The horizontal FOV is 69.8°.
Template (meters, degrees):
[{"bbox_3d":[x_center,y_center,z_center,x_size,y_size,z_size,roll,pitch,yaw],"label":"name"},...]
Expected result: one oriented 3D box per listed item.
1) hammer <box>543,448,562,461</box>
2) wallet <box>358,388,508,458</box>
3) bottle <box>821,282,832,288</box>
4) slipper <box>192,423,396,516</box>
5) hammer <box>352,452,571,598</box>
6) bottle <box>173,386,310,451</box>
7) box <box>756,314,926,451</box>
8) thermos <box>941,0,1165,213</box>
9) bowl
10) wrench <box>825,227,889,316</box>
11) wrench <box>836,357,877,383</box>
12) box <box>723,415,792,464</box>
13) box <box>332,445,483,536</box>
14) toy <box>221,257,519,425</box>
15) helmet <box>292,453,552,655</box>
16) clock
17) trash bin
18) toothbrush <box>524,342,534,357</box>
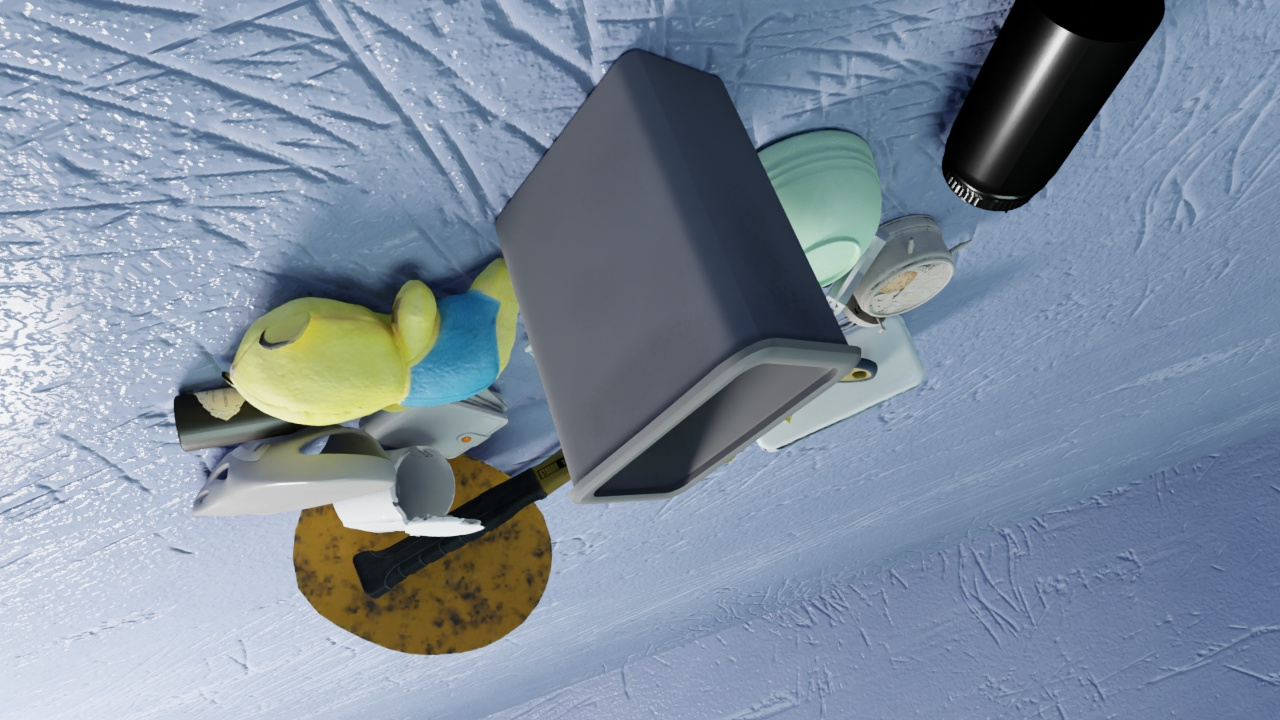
[{"bbox_3d":[-0.086,0.110,1.048,0.320,0.049,0.121,-36,153,27],"label":"hammer"},{"bbox_3d":[-0.180,0.046,0.860,0.115,0.037,0.118,-33,148,26],"label":"wallet"},{"bbox_3d":[0.179,-0.103,0.828,0.025,0.025,0.106,-11,154,-17],"label":"bottle"},{"bbox_3d":[-0.316,0.089,0.819,0.112,0.080,0.267,12,158,-42],"label":"slipper"},{"bbox_3d":[-0.123,0.132,0.898,0.333,0.118,0.025,-30,151,-6],"label":"hammer"},{"bbox_3d":[-0.280,0.036,0.756,0.184,0.045,0.045,-9,153,-21],"label":"bottle"},{"bbox_3d":[0.218,0.023,1.080,0.215,0.106,0.127,-24,-177,11],"label":"box"},{"bbox_3d":[0.282,-0.186,0.666,0.086,0.086,0.199,-15,154,-10],"label":"thermos"},{"bbox_3d":[0.129,-0.104,0.732,0.151,0.077,0.151,-16,154,-8],"label":"bowl"},{"bbox_3d":[0.164,-0.024,0.879,0.086,0.018,0.274,-52,171,-37],"label":"wrench"},{"bbox_3d":[0.127,0.006,0.958,0.273,0.022,0.074,3,132,-19],"label":"wrench"},{"bbox_3d":[0.029,0.018,0.829,0.210,0.057,0.117,31,138,-19],"label":"box"},{"bbox_3d":[-0.207,0.123,0.839,0.166,0.092,0.083,-14,151,37],"label":"box"},{"bbox_3d":[-0.198,-0.002,0.696,0.213,0.084,0.149,-8,151,-28],"label":"toy"},{"bbox_3d":[-0.224,0.195,0.979,0.255,0.205,0.131,11,175,-7],"label":"helmet"},{"bbox_3d":[0.240,-0.072,0.891,0.103,0.061,0.157,-3,148,-31],"label":"clock"},{"bbox_3d":[0.008,-0.047,0.590,0.097,0.219,0.192,4,146,-40],"label":"trash bin"},{"bbox_3d":[-0.036,-0.065,0.751,0.223,0.026,0.027,-43,-171,40],"label":"toothbrush"}]
